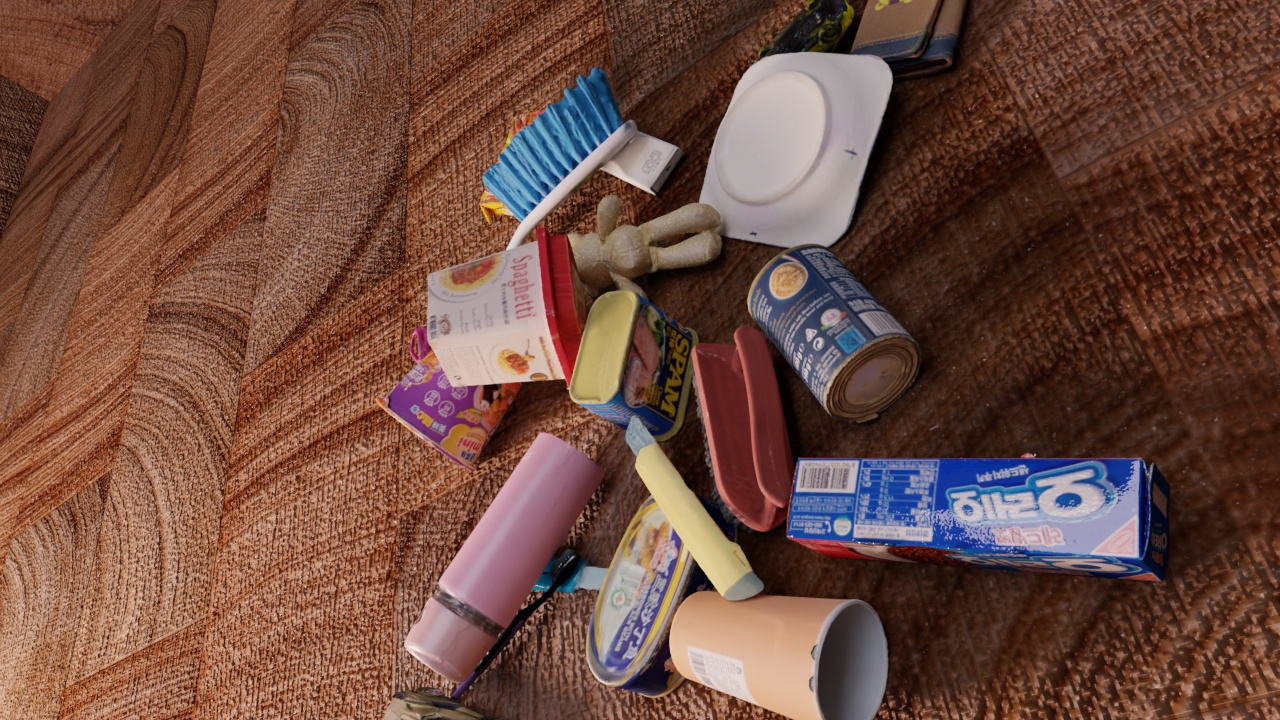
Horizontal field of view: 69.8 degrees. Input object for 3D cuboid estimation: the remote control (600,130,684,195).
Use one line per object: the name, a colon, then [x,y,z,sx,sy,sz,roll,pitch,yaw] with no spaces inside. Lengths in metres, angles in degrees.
remote control: [-0.010,-0.201,0.898,0.125,0.024,0.049,35,93,45]

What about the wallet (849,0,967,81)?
wallet: [0.219,-0.280,0.737,0.090,0.033,0.115,5,67,43]

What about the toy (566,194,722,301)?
toy: [0.001,-0.100,0.809,0.158,0.066,0.105,-10,106,37]

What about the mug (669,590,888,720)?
mug: [0.081,0.183,0.576,0.123,0.078,0.078,-5,64,45]

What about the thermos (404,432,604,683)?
thermos: [-0.110,0.157,0.739,0.198,0.067,0.087,-57,7,-15]

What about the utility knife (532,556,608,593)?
utility knife: [-0.086,0.175,0.763,0.183,0.018,0.034,-5,64,38]

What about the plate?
plate: [0.114,-0.177,0.748,0.164,0.034,0.164,18,92,45]

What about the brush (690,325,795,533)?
brush: [0.076,0.049,0.646,0.069,0.063,0.145,117,152,-54]

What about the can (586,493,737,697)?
can: [0.015,0.164,0.658,0.075,0.049,0.148,15,77,44]

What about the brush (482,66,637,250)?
brush: [-0.122,-0.141,0.908,0.315,0.109,0.060,-39,6,20]

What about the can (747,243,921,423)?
can: [0.133,-0.020,0.637,0.075,0.075,0.111,-44,46,14]

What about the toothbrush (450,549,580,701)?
toothbrush: [-0.107,0.220,0.748,0.189,0.014,0.016,-51,47,17]

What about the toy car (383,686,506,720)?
toy car: [-0.149,0.307,0.723,0.158,0.042,0.070,1,79,38]

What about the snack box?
snack box: [0.190,0.090,0.540,0.208,0.058,0.057,-6,64,39]

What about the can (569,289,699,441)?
can: [-0.004,0.004,0.737,0.057,0.083,0.102,-4,65,40]

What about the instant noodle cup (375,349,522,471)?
instant noodle cup: [-0.171,0.033,0.857,0.099,0.111,0.111,-52,44,-7]

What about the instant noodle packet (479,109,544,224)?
instant noodle packet: [-0.119,-0.209,0.984,0.111,0.044,0.128,6,72,47]

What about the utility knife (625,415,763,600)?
utility knife: [0.028,0.098,0.633,0.031,0.019,0.183,-45,49,7]

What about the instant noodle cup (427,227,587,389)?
instant noodle cup: [-0.110,-0.036,0.781,0.124,0.117,0.116,-10,55,2]

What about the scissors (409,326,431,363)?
scissors: [-0.216,0.016,0.952,0.134,0.017,0.134,-39,59,34]

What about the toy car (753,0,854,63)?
toy car: [0.141,-0.273,0.801,0.105,0.032,0.048,-38,47,35]
